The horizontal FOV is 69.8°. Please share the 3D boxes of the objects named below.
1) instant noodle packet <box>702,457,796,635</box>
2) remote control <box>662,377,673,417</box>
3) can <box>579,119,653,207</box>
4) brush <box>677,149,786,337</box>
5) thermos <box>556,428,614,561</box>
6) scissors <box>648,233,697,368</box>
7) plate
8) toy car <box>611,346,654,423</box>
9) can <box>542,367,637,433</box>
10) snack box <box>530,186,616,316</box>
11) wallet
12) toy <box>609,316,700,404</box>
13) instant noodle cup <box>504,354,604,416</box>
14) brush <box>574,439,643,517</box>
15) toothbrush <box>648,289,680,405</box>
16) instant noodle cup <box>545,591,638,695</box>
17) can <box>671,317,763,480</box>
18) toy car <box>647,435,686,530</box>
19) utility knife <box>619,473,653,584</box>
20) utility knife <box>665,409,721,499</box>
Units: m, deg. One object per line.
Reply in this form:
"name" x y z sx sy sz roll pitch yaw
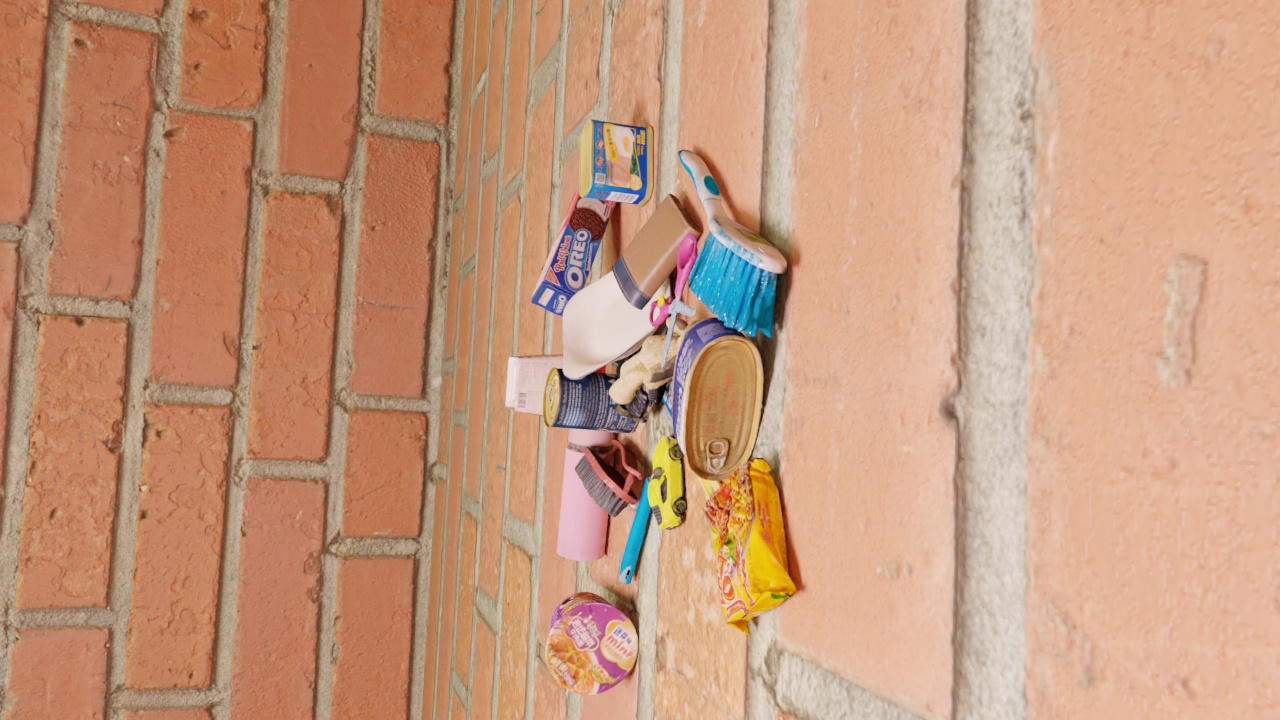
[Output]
"instant noodle packet" 0.093 0.165 0.804 0.111 0.044 0.128 116 151 -56
"remote control" 0.044 0.036 0.993 0.125 0.024 0.049 -117 36 -57
"can" -0.032 -0.254 1.176 0.057 0.083 0.102 154 118 -68
"brush" 0.074 -0.127 0.910 0.314 0.060 0.110 -122 45 -63
"thermos" -0.070 0.164 1.242 0.087 0.067 0.198 -15 -70 -79
"scissors" 0.033 -0.058 0.882 0.133 0.017 0.134 -149 72 -73
"plate" -0.024 -0.053 1.100 0.165 0.034 0.163 -32 37 22
"toy car" -0.007 0.007 1.115 0.158 0.042 0.070 -102 26 -47
"can" -0.060 0.051 1.158 0.075 0.111 0.075 -174 91 -71
"snack box" -0.088 -0.158 1.249 0.058 0.057 0.207 -45 22 53
"wallet" 0.016 -0.124 1.042 0.115 0.033 0.090 -53 34 21
"toy" 0.027 0.003 0.944 0.158 0.066 0.104 -28 20 42
"instant noodle cup" -0.126 0.036 1.323 0.116 0.124 0.116 -176 90 -70
"brush" -0.033 0.141 1.128 0.069 0.063 0.146 -49 15 -1
"toothbrush" 0.033 -0.042 1.009 0.017 0.014 0.188 1 73 39
"instant noodle cup" -0.066 0.340 1.135 0.099 0.111 0.111 -161 76 -79
"can" 0.068 0.036 0.842 0.049 0.074 0.148 -120 28 -60
"toy car" 0.027 0.134 1.013 0.048 0.032 0.105 138 134 -64
"utility knife" 0.002 0.186 1.092 0.034 0.018 0.182 -87 11 -65
"utility knife" 0.057 0.098 0.969 0.183 0.019 0.031 -111 37 -59
